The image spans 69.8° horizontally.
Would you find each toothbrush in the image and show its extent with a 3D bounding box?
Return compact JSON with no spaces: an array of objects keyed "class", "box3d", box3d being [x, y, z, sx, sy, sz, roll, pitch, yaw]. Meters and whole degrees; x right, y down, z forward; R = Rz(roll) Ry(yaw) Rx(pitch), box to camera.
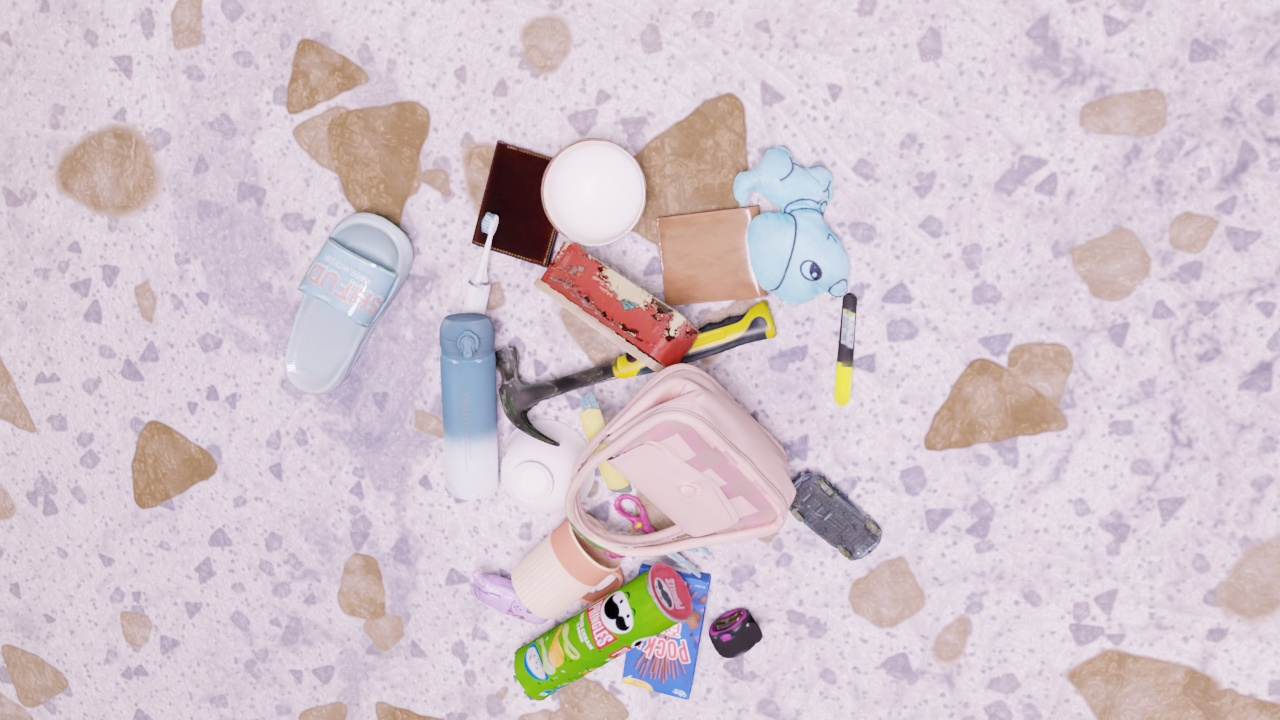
[{"class":"toothbrush","box3d":[-0.191,-0.063,1.057,0.026,0.026,0.221,21,110,14]}]

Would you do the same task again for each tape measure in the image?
[{"class":"tape measure","box3d":[0.108,0.315,1.066,0.058,0.057,0.039,-29,97,-1]}]

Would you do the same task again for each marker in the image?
[{"class":"marker","box3d":[0.224,-0.012,1.001,0.018,0.015,0.124,4,99,10]}]

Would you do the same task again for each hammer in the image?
[{"class":"hammer","box3d":[-0.006,0.006,1.029,0.324,0.032,0.126,-17,76,11]}]

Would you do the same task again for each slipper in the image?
[{"class":"slipper","box3d":[-0.358,-0.064,1.078,0.104,0.074,0.246,32,107,5]}]

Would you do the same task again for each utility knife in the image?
[{"class":"utility knife","box3d":[-0.041,0.098,1.030,0.031,0.019,0.173,-15,137,2]}]

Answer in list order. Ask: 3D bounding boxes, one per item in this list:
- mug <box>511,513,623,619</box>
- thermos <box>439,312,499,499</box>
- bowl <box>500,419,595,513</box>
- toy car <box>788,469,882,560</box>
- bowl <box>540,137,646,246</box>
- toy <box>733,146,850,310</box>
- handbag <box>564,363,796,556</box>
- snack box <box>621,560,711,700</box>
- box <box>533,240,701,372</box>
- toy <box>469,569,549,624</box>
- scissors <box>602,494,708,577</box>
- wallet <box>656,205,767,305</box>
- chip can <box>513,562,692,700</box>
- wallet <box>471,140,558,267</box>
[{"class":"mug","box3d":[-0.078,0.250,1.086,0.106,0.081,0.114,-42,120,17]},{"class":"thermos","box3d":[-0.196,0.052,1.051,0.070,0.070,0.221,7,114,10]},{"class":"bowl","box3d":[-0.117,0.134,1.073,0.118,0.064,0.118,2,101,10]},{"class":"toy car","box3d":[0.216,0.174,1.029,0.120,0.036,0.054,40,105,-9]},{"class":"bowl","box3d":[-0.045,-0.183,0.997,0.113,0.062,0.113,2,103,11]},{"class":"toy","box3d":[0.160,-0.133,0.969,0.161,0.050,0.156,26,93,-5]},{"class":"handbag","box3d":[0.024,0.131,0.973,0.235,0.093,0.193,-33,115,25]},{"class":"snack box","box3d":[0.030,0.323,1.099,0.084,0.026,0.157,10,103,10]},{"class":"box","box3d":[-0.020,-0.062,0.982,0.168,0.091,0.079,35,92,18]},{"class":"toy","box3d":[-0.157,0.288,1.116,0.108,0.038,0.084,24,149,5]},{"class":"scissors","box3d":[0.014,0.219,1.066,0.137,0.017,0.096,38,62,3]},{"class":"wallet","box3d":[0.078,-0.114,1.008,0.115,0.020,0.101,-3,100,14]},{"class":"chip can","box3d":[-0.049,0.320,1.072,0.237,0.072,0.072,-37,92,26]},{"class":"wallet","box3d":[-0.133,-0.176,1.038,0.096,0.020,0.122,18,104,4]}]
